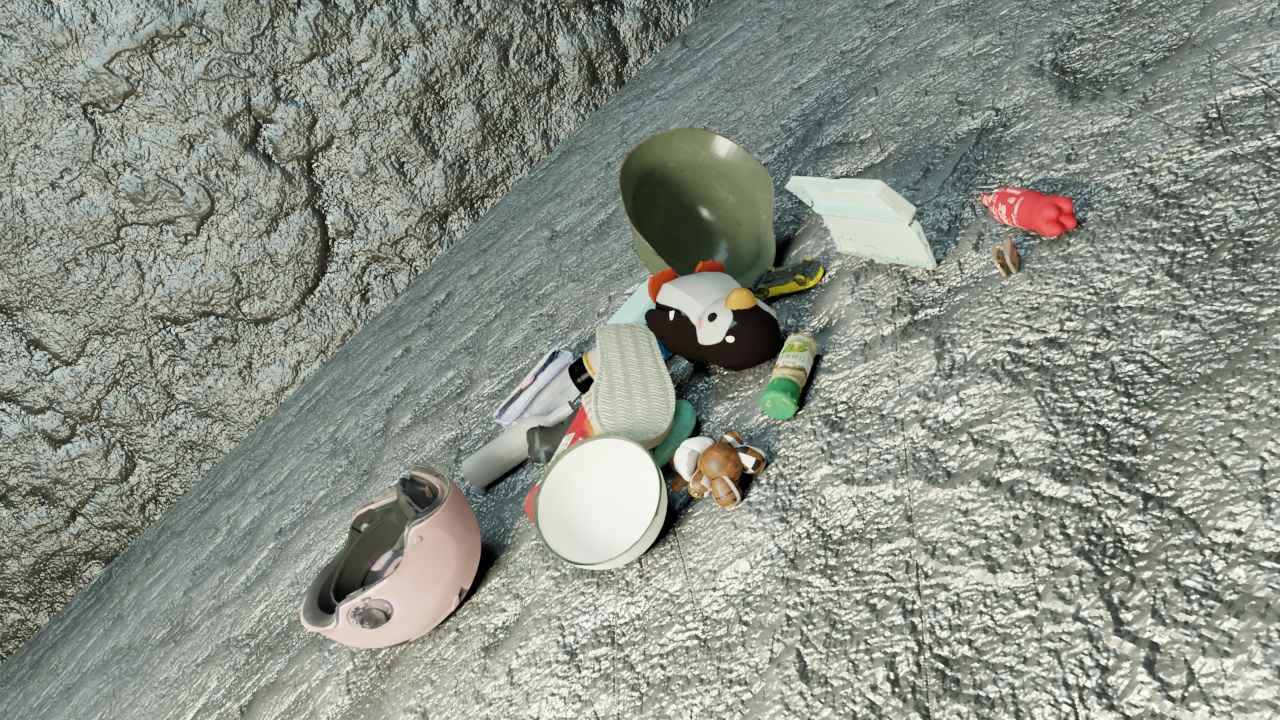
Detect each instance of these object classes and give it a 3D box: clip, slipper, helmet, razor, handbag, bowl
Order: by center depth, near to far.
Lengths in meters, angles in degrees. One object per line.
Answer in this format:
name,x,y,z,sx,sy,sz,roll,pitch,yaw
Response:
clip,0.382,-0.109,0.971,0.060,0.026,0.050,-49,23,-22
bowl,-0.036,0.165,1.024,0.154,0.073,0.153,-13,56,19
slipper,-0.018,0.035,1.169,0.115,0.052,0.262,-1,34,-3
helmet,-0.312,0.270,1.195,0.255,0.152,0.230,-44,26,-4
razor,-0.105,0.095,1.304,0.141,0.064,0.053,-37,24,12
helmet,0.081,-0.190,1.364,0.226,0.267,0.154,-24,-21,-18
handbag,-0.166,0.051,1.477,0.158,0.069,0.126,-47,22,-9

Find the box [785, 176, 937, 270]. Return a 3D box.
box,0.269,-0.174,1.116,0.044,0.136,0.197,-48,24,-5

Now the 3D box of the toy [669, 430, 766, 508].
toy,0.074,0.114,1.004,0.087,0.067,0.113,-50,16,-22

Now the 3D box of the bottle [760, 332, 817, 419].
bottle,0.172,0.016,1.048,0.043,0.043,0.110,-19,30,41

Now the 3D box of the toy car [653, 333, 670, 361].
toy car,-0.008,0.008,1.330,0.120,0.056,0.043,-39,36,16

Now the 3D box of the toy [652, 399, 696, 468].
toy,0.037,0.087,1.144,0.085,0.033,0.105,-43,21,23

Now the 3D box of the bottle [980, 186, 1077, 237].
bottle,0.415,-0.165,0.996,0.042,0.042,0.141,-40,23,1

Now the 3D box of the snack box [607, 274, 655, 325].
snack box,0.031,-0.100,1.459,0.174,0.053,0.075,-47,24,-18

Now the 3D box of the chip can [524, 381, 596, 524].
chip can,-0.066,0.120,1.172,0.087,0.087,0.212,-21,29,38

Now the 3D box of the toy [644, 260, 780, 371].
toy,0.105,-0.037,1.177,0.158,0.140,0.184,-14,24,-24

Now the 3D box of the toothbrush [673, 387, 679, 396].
toothbrush,-0.003,0.063,1.264,0.135,0.017,0.021,-24,26,33

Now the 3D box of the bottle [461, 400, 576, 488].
bottle,-0.179,0.122,1.384,0.195,0.052,0.052,-34,24,14

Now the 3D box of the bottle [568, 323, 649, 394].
bottle,-0.022,-0.016,1.380,0.182,0.059,0.059,-34,24,15

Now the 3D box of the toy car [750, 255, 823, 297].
toy car,0.198,-0.110,1.246,0.107,0.030,0.049,-10,38,40
